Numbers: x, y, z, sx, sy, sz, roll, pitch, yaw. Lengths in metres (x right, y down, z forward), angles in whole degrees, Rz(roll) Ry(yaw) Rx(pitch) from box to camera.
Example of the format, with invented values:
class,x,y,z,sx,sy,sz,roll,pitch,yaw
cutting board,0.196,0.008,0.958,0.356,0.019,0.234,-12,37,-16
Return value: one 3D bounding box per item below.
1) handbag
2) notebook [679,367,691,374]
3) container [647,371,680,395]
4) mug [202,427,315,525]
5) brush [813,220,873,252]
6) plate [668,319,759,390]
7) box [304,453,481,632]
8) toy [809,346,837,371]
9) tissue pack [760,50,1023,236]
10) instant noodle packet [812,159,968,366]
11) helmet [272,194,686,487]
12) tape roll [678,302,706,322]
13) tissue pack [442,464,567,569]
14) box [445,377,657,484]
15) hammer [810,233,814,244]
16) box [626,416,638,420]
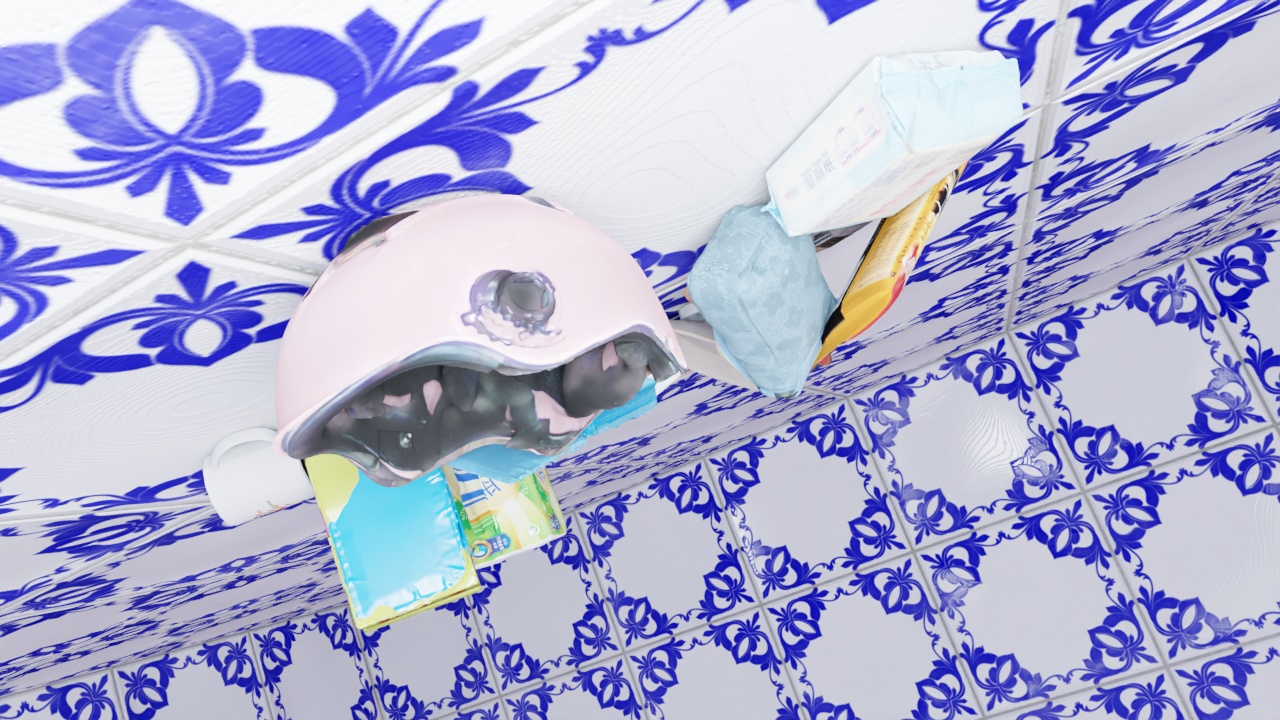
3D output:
class,x,y,z,sx,sy,sz,roll,pitch,yaw
handbag,0.102,-0.054,0.817,0.119,0.121,0.192,17,162,36
notebook,0.005,0.032,1.296,0.153,0.012,0.208,-26,174,19
container,-0.006,0.006,1.013,0.049,0.081,0.129,-33,-175,-17
mug,-0.372,0.103,0.895,0.089,0.073,0.105,-20,143,-4
brush,0.190,-0.124,0.961,0.152,0.012,0.038,-29,166,38
plate,0.084,-0.012,1.042,0.189,0.027,0.189,21,170,4
box,-0.241,0.136,0.879,0.124,0.221,0.081,-20,169,-13
toy,0.163,-0.029,1.173,0.207,0.092,0.134,3,149,-42
tissue pack,0.173,-0.153,0.665,0.112,0.070,0.182,-15,169,-25
instant noodle packet,0.218,-0.106,0.773,0.220,0.032,0.160,-59,179,-17
helmet,-0.109,-0.018,0.580,0.254,0.152,0.231,-11,167,-29
tape roll,0.090,-0.060,1.038,0.093,0.013,0.093,-13,171,-2
tissue pack,-0.169,0.117,0.976,0.120,0.197,0.141,-29,170,5
box,-0.124,0.041,0.793,0.232,0.033,0.174,8,-157,40
hammer,0.138,-0.052,0.996,0.111,0.028,0.301,-20,155,5
box,-0.128,0.090,1.197,0.160,0.035,0.229,-3,-178,40
